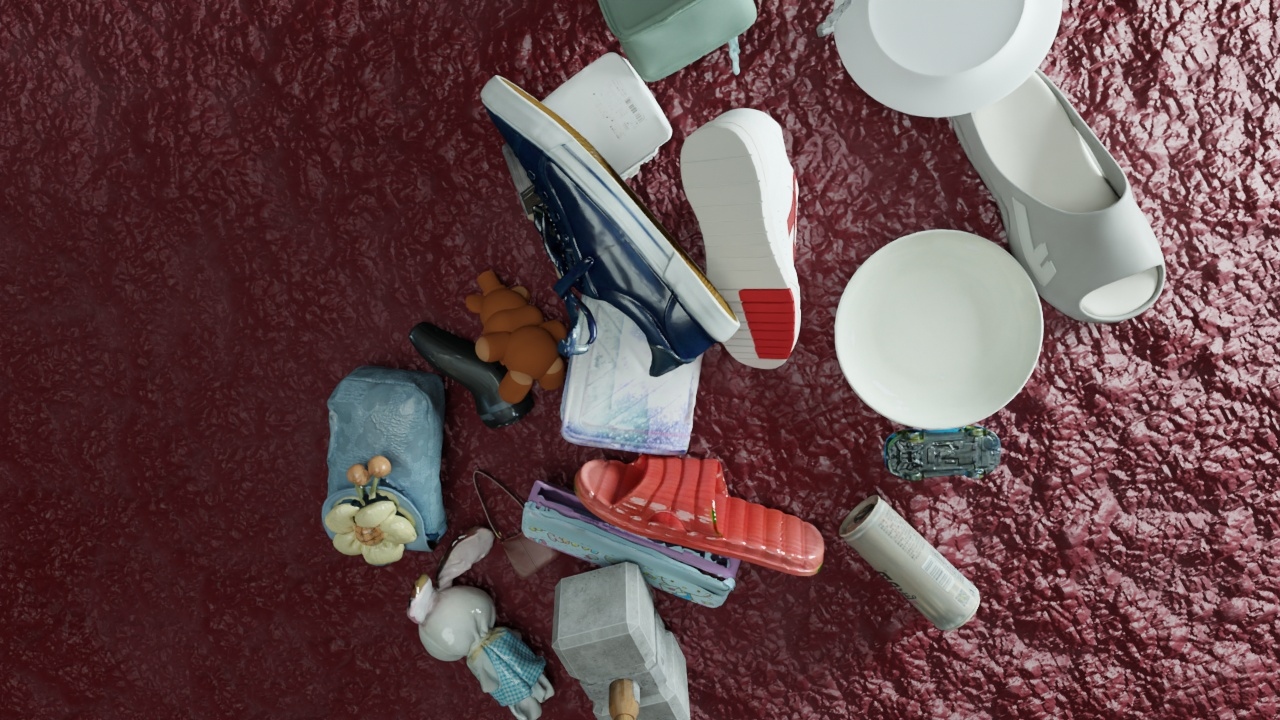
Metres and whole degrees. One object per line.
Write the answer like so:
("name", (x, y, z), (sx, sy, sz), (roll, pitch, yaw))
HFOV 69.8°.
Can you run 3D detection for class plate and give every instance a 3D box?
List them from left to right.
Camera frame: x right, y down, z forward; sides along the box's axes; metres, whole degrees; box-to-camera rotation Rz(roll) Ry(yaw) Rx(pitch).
("plate", (0.271, -0.029, 0.845), (0.182, 0.034, 0.182), (1, 99, 8))
("plate", (0.263, -0.306, 0.792), (0.189, 0.016, 0.188), (-1, 88, 15))

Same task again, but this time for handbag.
("handbag", (-0.252, 0.105, 0.896), (0.122, 0.118, 0.192), (8, 105, 7))
("handbag", (-0.133, 0.161, 0.937), (0.055, 0.029, 0.119), (-36, 87, 7))
("handbag", (-0.005, 0.005, 0.876), (0.126, 0.069, 0.159), (9, 100, -7))
("handbag", (0.031, -0.314, 0.797), (0.122, 0.067, 0.106), (-28, 58, 11))

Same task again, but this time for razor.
("razor", (-0.170, 0.015, 0.906), (0.140, 0.053, 0.064), (35, 108, 4))

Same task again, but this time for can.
("can", (0.256, 0.193, 0.871), (0.135, 0.054, 0.054), (43, 101, 0))

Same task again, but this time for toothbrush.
("toothbrush", (0.161, -0.280, 0.748), (0.010, 0.181, 0.010), (-17, 101, 7))

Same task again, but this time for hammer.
("hammer", (-0.014, 0.346, 0.780), (0.083, 0.317, 0.163), (-17, 123, 10))

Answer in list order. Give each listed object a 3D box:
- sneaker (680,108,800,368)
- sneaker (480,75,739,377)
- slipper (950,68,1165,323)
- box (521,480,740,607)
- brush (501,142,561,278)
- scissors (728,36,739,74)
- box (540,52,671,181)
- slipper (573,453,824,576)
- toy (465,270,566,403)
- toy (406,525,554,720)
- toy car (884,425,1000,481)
("sneaker", (0.110, -0.113, 0.831), (0.090, 0.104, 0.237), (3, 123, 37))
("sneaker", (-0.053, -0.102, 0.781), (0.127, 0.120, 0.294), (-38, 97, 12))
("slipper", (0.366, -0.147, 0.791), (0.113, 0.080, 0.266), (-30, 93, 8))
("box", (-0.010, 0.175, 0.887), (0.214, 0.078, 0.065), (20, 71, 4))
("brush", (-0.094, -0.148, 0.889), (0.039, 0.012, 0.151), (-20, 96, 10))
("scissors", (0.081, -0.348, 0.836), (0.172, 0.021, 0.171), (-2, 95, 4))
("box", (-0.031, -0.218, 0.860), (0.107, 0.091, 0.102), (-33, 99, 17))
("slipper", (0.061, 0.131, 0.865), (0.249, 0.103, 0.059), (17, 114, -2))
("toy", (-0.123, -0.027, 0.877), (0.127, 0.094, 0.065), (57, 141, 24))
("toy", (-0.163, 0.283, 0.937), (0.106, 0.130, 0.205), (-26, 104, 41))
("toy car", (0.282, 0.086, 0.862), (0.105, 0.032, 0.048), (-4, 97, 3))
